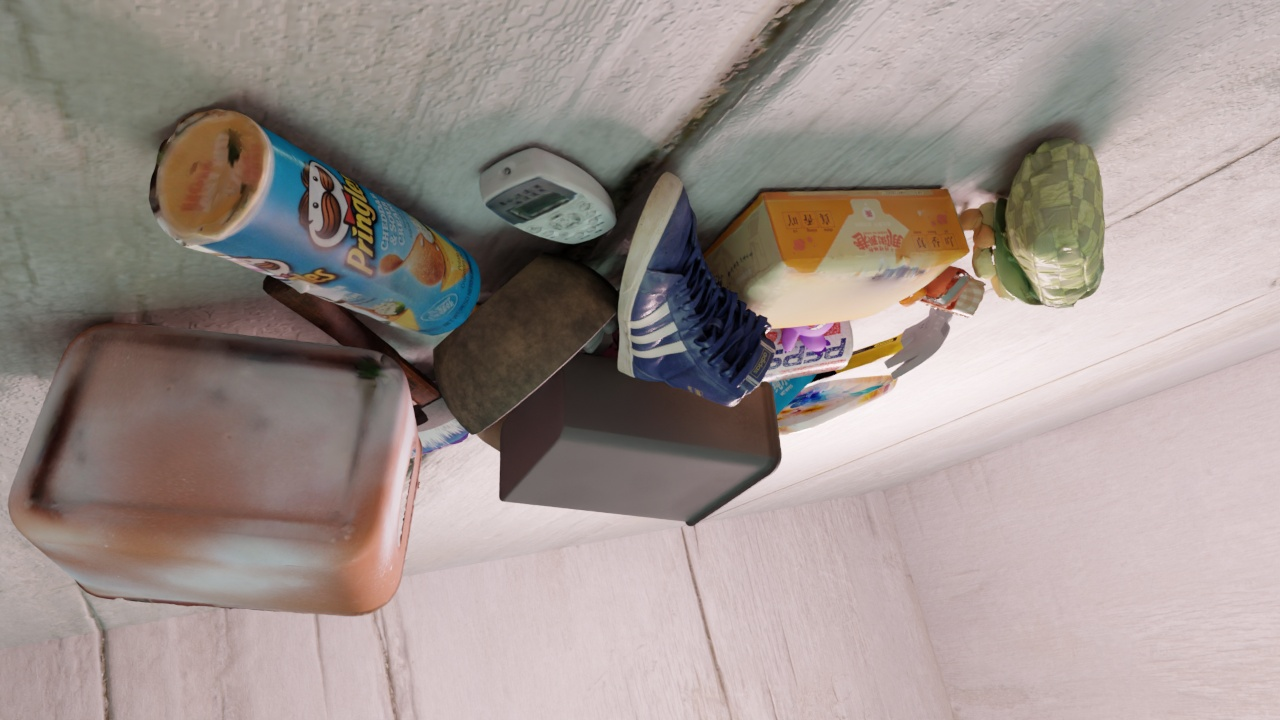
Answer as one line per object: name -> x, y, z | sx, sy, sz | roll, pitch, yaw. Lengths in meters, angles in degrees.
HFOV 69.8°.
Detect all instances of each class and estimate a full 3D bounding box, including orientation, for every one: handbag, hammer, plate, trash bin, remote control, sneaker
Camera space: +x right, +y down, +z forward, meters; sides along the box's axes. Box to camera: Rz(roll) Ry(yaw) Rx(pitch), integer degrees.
handbag -> -0.253, 0.042, 0.940 | 0.145, 0.068, 0.170 | -18, 157, 12
hammer -> 0.241, 0.010, 1.185 | 0.325, 0.029, 0.126 | -21, -161, 37
plate -> 0.211, 0.059, 1.143 | 0.186, 0.016, 0.187 | -21, -175, -26
trash bin -> -0.309, 0.084, 0.709 | 0.259, 0.181, 0.158 | 7, 150, -8
hammer -> -0.224, -0.004, 0.785 | 0.111, 0.028, 0.301 | -28, 155, 0
trash bin -> -0.006, 0.083, 0.905 | 0.219, 0.097, 0.192 | 10, 148, -23
remote control -> -0.060, -0.109, 0.629 | 0.060, 0.028, 0.114 | -21, 162, 22
sneaker -> 0.053, -0.036, 0.718 | 0.118, 0.091, 0.234 | 23, 149, 8
handbag -> 0.342, -0.118, 0.806 | 0.117, 0.113, 0.186 | -6, 165, 24

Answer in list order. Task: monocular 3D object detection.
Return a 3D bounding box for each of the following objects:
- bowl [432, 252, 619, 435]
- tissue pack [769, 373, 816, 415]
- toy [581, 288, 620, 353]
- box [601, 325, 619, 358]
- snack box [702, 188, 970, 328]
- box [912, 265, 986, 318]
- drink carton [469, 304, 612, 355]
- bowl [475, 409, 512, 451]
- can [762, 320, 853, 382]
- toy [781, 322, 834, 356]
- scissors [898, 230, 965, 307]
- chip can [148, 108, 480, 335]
bowl -> -0.096, -0.021, 0.724 | 0.162, 0.070, 0.162 | -40, -172, 7
tissue pack -> 0.128, 0.044, 1.111 | 0.117, 0.066, 0.208 | -25, -172, 39
toy -> -0.012, -0.050, 0.815 | 0.111, 0.030, 0.049 | -44, 166, -7
box -> -0.006, 0.006, 0.968 | 0.221, 0.082, 0.124 | -23, 161, 26
snack box -> 0.165, -0.082, 0.807 | 0.195, 0.080, 0.145 | -6, 163, -25
box -> 0.295, -0.067, 0.892 | 0.060, 0.058, 0.186 | -19, -173, 8
drink carton -> -0.097, -0.023, 0.852 | 0.124, 0.048, 0.076 | -6, 162, -23
bowl -> -0.119, 0.073, 1.061 | 0.152, 0.050, 0.152 | 22, -170, -5
can -> 0.160, -0.018, 1.020 | 0.136, 0.078, 0.078 | -10, 164, -12
toy -> 0.173, -0.055, 0.945 | 0.106, 0.056, 0.088 | -56, 147, 10
scissors -> 0.274, -0.090, 0.889 | 0.130, 0.011, 0.125 | -49, -174, 26
chip can -> -0.187, -0.073, 0.571 | 0.080, 0.079, 0.229 | -18, 163, 15
